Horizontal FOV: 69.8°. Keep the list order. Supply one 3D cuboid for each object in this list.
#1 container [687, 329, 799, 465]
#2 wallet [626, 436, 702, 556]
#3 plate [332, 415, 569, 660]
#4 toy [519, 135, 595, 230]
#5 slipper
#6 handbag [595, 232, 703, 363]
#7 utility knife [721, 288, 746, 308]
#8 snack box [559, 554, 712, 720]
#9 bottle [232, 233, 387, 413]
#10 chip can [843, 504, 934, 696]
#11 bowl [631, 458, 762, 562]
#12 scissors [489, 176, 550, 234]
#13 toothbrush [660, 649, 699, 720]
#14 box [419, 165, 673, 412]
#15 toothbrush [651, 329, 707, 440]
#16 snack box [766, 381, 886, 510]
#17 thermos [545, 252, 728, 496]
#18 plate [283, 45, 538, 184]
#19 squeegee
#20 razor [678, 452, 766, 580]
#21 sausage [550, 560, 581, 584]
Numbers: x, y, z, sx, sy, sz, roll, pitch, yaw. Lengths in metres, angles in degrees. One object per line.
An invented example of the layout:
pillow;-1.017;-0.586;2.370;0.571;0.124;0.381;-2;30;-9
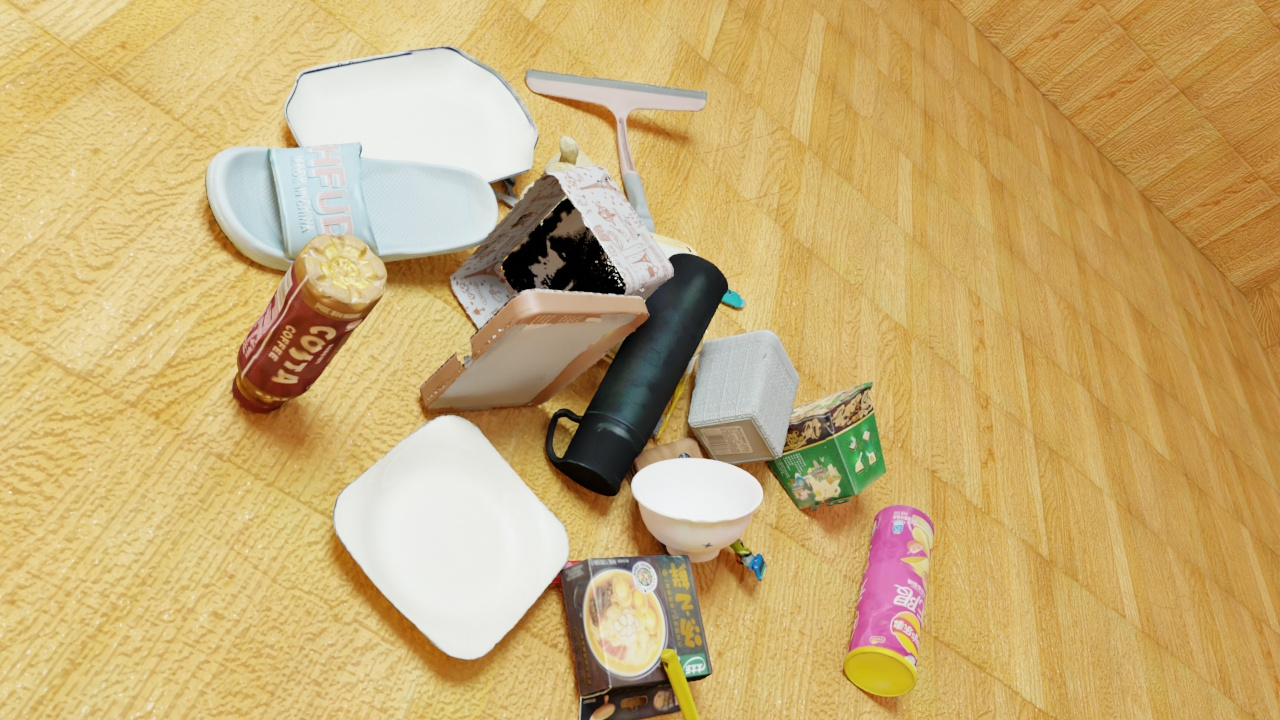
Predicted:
container;0.108;0.043;0.968;0.090;0.090;0.114;55;36;-35
wallet;0.040;0.136;0.904;0.101;0.020;0.115;-9;70;-47
plate;-0.147;0.137;0.716;0.164;0.034;0.163;49;40;-2
toy;-0.089;-0.186;0.985;0.156;0.066;0.105;-63;148;-57
slipper;-0.232;-0.132;0.776;0.245;0.074;0.104;-4;85;-31
handbag;-0.025;-0.069;0.975;0.178;0.063;0.163;16;50;-18
utility knife;0.069;-0.097;1.109;0.157;0.013;0.029;22;49;-30
snack box;-0.003;0.229;0.760;0.113;0.053;0.125;7;60;-40
bottle;-0.238;-0.018;0.639;0.057;0.175;0.057;24;48;-29
chip can;0.271;0.252;0.989;0.071;0.072;0.209;42;40;-11
bowl;0.050;0.143;0.835;0.118;0.118;0.065;-24;123;-49
scissors;-0.133;-0.169;0.976;0.159;0.014;0.175;7;58;-40
toothbrush;0.049;0.319;0.730;0.016;0.016;0.190;-24;98;-41
box;-0.101;-0.048;0.789;0.192;0.184;0.156;-24;78;-52
toothbrush;0.043;0.020;0.996;0.018;0.016;0.190;34;43;-6
snack box;0.208;0.099;1.027;0.117;0.118;0.105;-21;89;-48
thermos;-0.005;0.005;0.869;0.090;0.068;0.241;24;64;12
plate;-0.219;-0.225;0.903;0.264;0.034;0.162;-30;85;-43
squeegee;-0.011;-0.231;1.118;0.247;0.040;0.249;0;65;-25
razor;0.076;0.153;0.899;0.142;0.022;0.042;56;12;2
sausage;-0.033;0.183;0.799;0.155;0.020;0.020;7;57;-39
